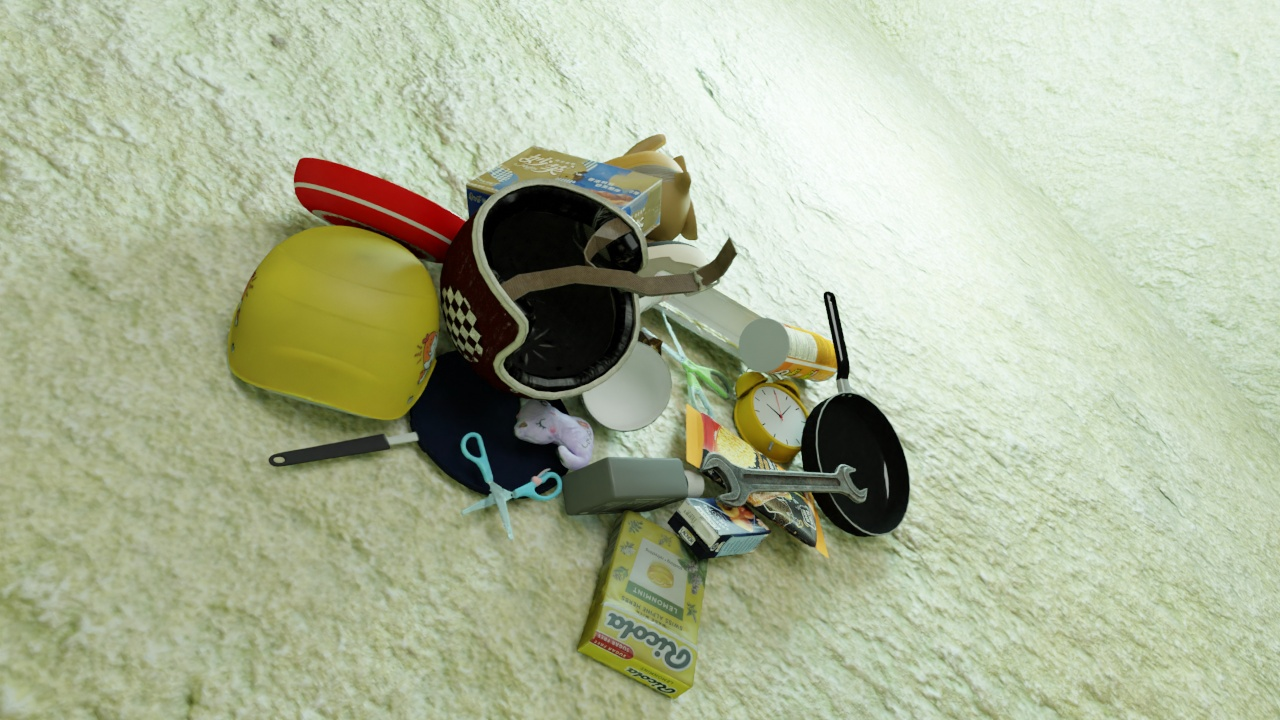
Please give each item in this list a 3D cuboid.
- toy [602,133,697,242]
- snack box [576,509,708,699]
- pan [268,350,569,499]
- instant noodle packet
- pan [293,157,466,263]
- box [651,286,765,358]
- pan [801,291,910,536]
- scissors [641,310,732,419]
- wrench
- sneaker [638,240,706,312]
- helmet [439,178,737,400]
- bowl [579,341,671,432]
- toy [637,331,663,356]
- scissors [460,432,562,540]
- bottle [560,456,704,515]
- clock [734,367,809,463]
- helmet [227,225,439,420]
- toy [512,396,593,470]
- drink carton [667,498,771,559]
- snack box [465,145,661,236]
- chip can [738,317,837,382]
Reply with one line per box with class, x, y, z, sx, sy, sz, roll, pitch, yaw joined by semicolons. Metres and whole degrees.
toy;-0.027;-0.221;1.325;0.203;0.162;0.198;-10;76;2
snack box;0.011;0.253;0.984;0.121;0.045;0.180;31;39;-12
pan;-0.221;0.078;0.981;0.355;0.021;0.198;-8;58;-44
instant noodle packet;0.146;0.150;1.176;0.220;0.032;0.159;35;19;-11
pan;-0.252;-0.151;1.106;0.209;0.067;0.356;16;-7;37
box;0.097;-0.076;1.341;0.209;0.080;0.079;30;1;-13
pan;0.290;0.074;1.302;0.203;0.044;0.355;6;68;-40
scissors;0.069;0.006;1.277;0.138;0.028;0.170;-17;81;-47
wrench;0.185;0.151;1.145;0.272;0.010;0.070;7;55;-35
sneaker;-0.028;-0.076;1.198;0.293;0.112;0.116;-11;78;-29
helmet;-0.092;-0.078;0.998;0.232;0.254;0.234;-36;78;-33
bowl;-0.022;0.031;1.139;0.113;0.063;0.113;0;89;-11
toy;-0.007;0.007;1.202;0.076;0.063;0.099;53;50;-18
scissors;-0.147;0.125;0.971;0.135;0.015;0.134;51;34;16
bottle;0.003;0.143;1.046;0.173;0.084;0.046;7;65;-44
clock;0.187;0.074;1.298;0.113;0.052;0.151;14;49;-29
helmet;-0.299;-0.067;0.949;0.209;0.140;0.239;18;39;-15
toy;-0.096;0.082;1.033;0.099;0.037;0.080;25;38;-20
drink carton;0.093;0.195;1.074;0.064;0.040;0.130;45;19;31
snack box;-0.096;-0.201;1.183;0.203;0.069;0.154;20;39;22
chip can;0.222;-0.012;1.338;0.214;0.075;0.075;9;45;-58
